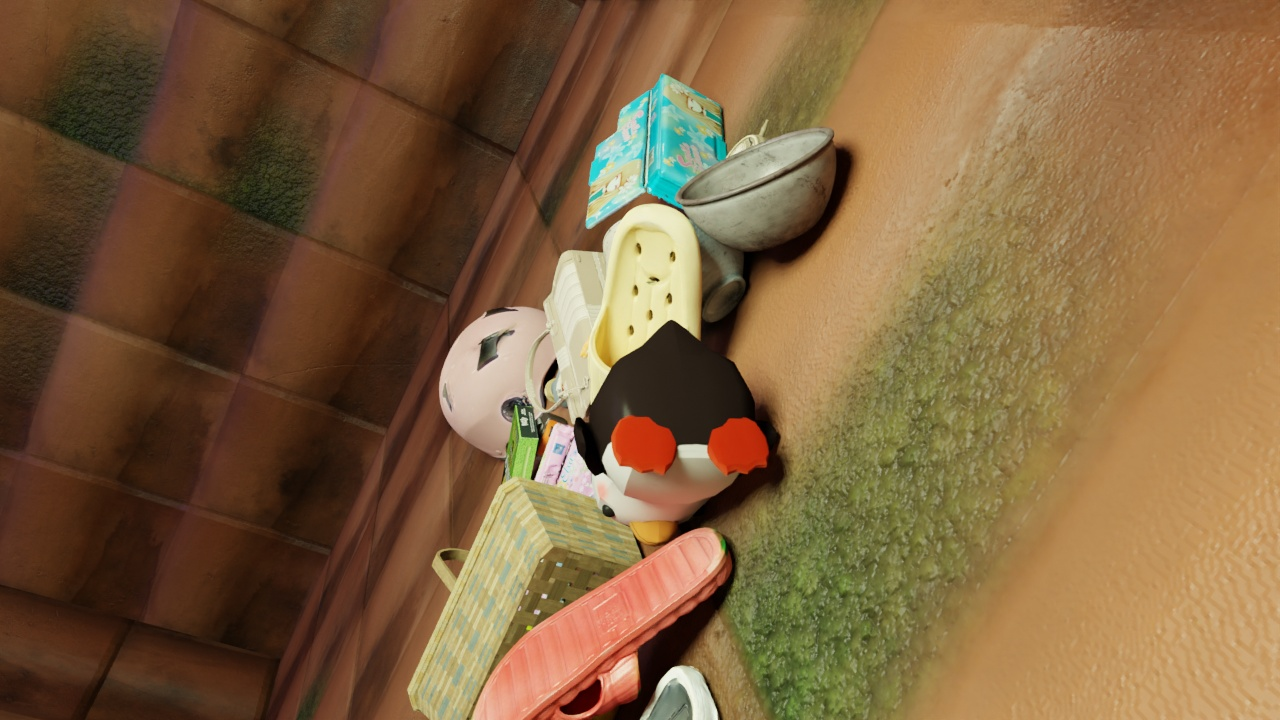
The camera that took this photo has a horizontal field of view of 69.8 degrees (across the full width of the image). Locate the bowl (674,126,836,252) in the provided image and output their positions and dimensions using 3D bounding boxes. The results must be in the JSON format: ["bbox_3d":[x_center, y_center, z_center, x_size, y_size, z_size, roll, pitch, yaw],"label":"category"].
[{"bbox_3d":[0.109,-0.142,0.801,0.145,0.067,0.144,-23,20,9],"label":"bowl"}]

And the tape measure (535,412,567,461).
[{"bbox_3d":[-0.129,0.101,1.252,0.059,0.038,0.058,-63,19,10],"label":"tape measure"}]

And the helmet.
[{"bbox_3d":[-0.227,0.014,1.461,0.256,0.152,0.229,-48,23,30],"label":"helmet"}]

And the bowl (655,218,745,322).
[{"bbox_3d":[0.063,-0.075,0.883,0.057,0.136,0.137,46,119,26],"label":"bowl"}]

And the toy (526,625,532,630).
[{"bbox_3d":[-0.132,0.338,1.002,0.094,0.036,0.093,-59,14,2],"label":"toy"}]

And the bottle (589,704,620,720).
[{"bbox_3d":[-0.071,0.338,0.791,0.164,0.071,0.071,-67,19,-1],"label":"bottle"}]

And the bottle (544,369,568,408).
[{"bbox_3d":[-0.083,0.026,1.204,0.162,0.046,0.072,-27,44,62],"label":"bottle"}]

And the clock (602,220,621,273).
[{"bbox_3d":[0.008,-0.096,1.047,0.157,0.103,0.061,96,175,-55],"label":"clock"}]

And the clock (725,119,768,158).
[{"bbox_3d":[0.099,-0.169,0.930,0.141,0.054,0.092,-53,23,29],"label":"clock"}]

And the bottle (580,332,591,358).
[{"bbox_3d":[-0.005,0.005,0.919,0.063,0.109,0.063,-61,9,17],"label":"bottle"}]

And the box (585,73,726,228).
[{"bbox_3d":[0.019,-0.251,1.081,0.226,0.170,0.085,-87,-6,-45],"label":"box"}]

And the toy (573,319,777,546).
[{"bbox_3d":[0.016,0.071,0.764,0.184,0.159,0.140,109,159,-54],"label":"toy"}]

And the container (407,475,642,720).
[{"bbox_3d":[-0.115,0.240,0.897,0.186,0.157,0.250,34,100,59],"label":"container"}]

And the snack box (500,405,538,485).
[{"bbox_3d":[-0.168,0.146,1.256,0.080,0.025,0.148,-111,31,-59],"label":"snack box"}]

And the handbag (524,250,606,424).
[{"bbox_3d":[-0.090,-0.006,1.112,0.199,0.062,0.175,-40,58,47],"label":"handbag"}]

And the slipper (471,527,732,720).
[{"bbox_3d":[-0.024,0.228,0.723,0.248,0.059,0.103,-37,20,-4],"label":"slipper"}]

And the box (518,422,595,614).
[{"bbox_3d":[-0.111,0.187,1.081,0.161,0.062,0.230,-12,58,67],"label":"box"}]

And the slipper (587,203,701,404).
[{"bbox_3d":[-0.006,-0.009,0.829,0.079,0.111,0.262,-26,-52,-53],"label":"slipper"}]

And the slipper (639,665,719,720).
[{"bbox_3d":[-0.029,0.342,0.687,0.264,0.063,0.111,-59,20,14],"label":"slipper"}]
